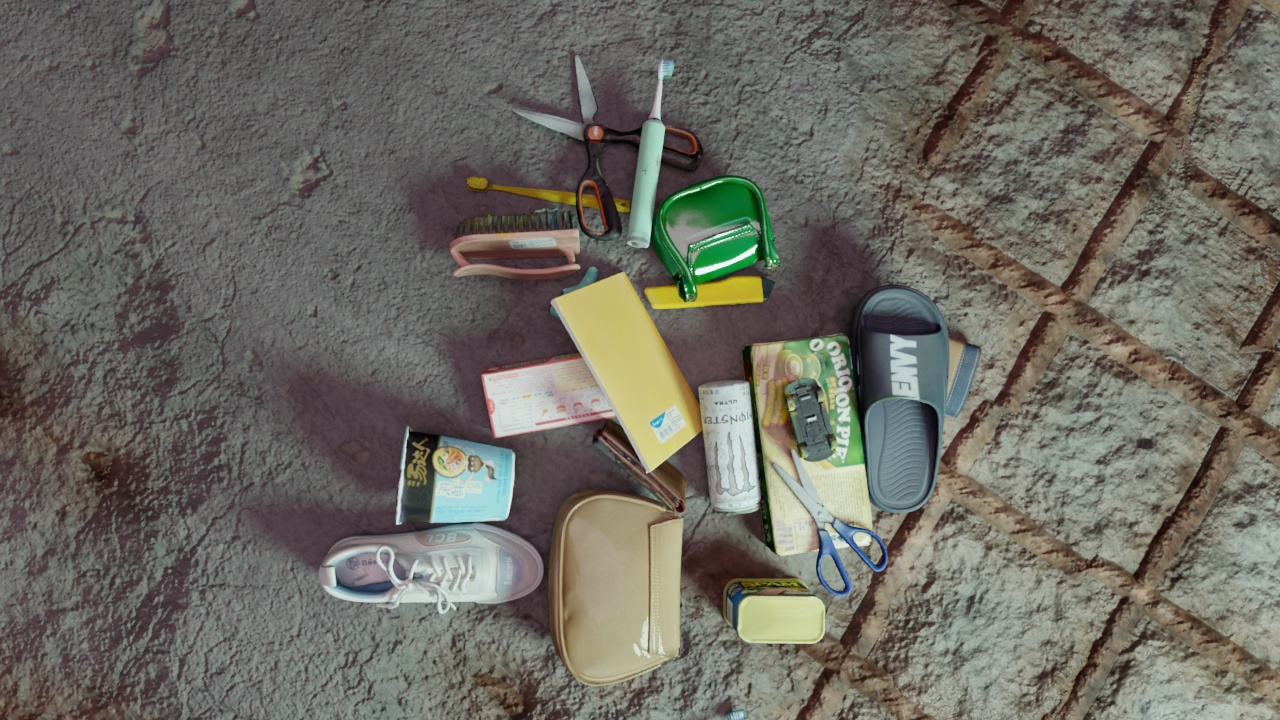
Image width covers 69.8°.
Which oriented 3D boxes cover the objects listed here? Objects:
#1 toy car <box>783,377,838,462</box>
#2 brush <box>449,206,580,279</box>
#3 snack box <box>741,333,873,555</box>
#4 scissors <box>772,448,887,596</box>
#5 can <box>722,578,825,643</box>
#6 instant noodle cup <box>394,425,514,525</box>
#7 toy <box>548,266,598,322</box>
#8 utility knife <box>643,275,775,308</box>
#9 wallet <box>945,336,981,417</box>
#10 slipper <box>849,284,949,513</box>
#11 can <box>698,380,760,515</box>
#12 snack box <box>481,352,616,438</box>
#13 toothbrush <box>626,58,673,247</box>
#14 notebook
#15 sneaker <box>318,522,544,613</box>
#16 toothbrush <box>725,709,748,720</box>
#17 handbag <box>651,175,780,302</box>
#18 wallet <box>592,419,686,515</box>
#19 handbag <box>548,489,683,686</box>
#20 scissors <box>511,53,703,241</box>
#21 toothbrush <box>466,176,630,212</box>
[{"bbox_3d":[0.182,0.064,0.993,0.043,0.036,0.091,-15,88,-5],"label":"toy car"},{"bbox_3d":[-0.141,-0.127,1.030,0.145,0.063,0.073,-4,78,-4],"label":"brush"},{"bbox_3d":[0.188,0.094,1.044,0.114,0.063,0.240,-7,88,-5],"label":"snack box"},{"bbox_3d":[0.195,0.182,1.005,0.171,0.012,0.140,25,88,-3],"label":"scissors"},{"bbox_3d":[0.149,0.279,1.024,0.102,0.083,0.057,1,88,-4],"label":"can"},{"bbox_3d":[-0.200,0.129,1.001,0.120,0.111,0.111,6,87,-12],"label":"instant noodle cup"},{"bbox_3d":[-0.056,-0.055,1.048,0.092,0.030,0.096,26,95,-5],"label":"toy"},{"bbox_3d":[0.081,-0.079,1.067,0.154,0.015,0.033,-4,82,-3],"label":"utility knife"},{"bbox_3d":[0.332,0.007,1.074,0.115,0.033,0.090,20,84,-2],"label":"wallet"},{"bbox_3d":[0.296,0.050,1.020,0.111,0.083,0.268,-3,102,2],"label":"slipper"},{"bbox_3d":[0.101,0.096,1.035,0.058,0.058,0.146,-6,93,-4],"label":"can"},{"bbox_3d":[-0.095,0.036,1.035,0.155,0.027,0.077,-10,104,-4],"label":"snack box"},{"bbox_3d":[0.012,-0.236,1.034,0.027,0.026,0.224,5,80,15],"label":"toothbrush"},{"bbox_3d":[-0.006,0.006,1.008,0.010,0.145,0.206,-29,91,35],"label":"notebook"},{"bbox_3d":[-0.227,0.225,0.997,0.242,0.091,0.089,1,89,-5],"label":"sneaker"},{"bbox_3d":[0.019,0.445,1.037,0.221,0.027,0.026,-21,67,-4],"label":"toothbrush"},{"bbox_3d":[0.084,-0.139,1.037,0.131,0.068,0.120,-22,80,-6],"label":"handbag"},{"bbox_3d":[0.000,0.115,1.010,0.124,0.101,0.032,39,94,-2],"label":"wallet"},{"bbox_3d":[-0.028,0.244,1.010,0.147,0.100,0.204,2,88,-12],"label":"handbag"},{"bbox_3d":[-0.037,-0.246,1.055,0.221,0.022,0.234,-1,81,-7],"label":"scissors"},{"bbox_3d":[-0.105,-0.192,1.057,0.190,0.016,0.015,8,87,-4],"label":"toothbrush"}]
